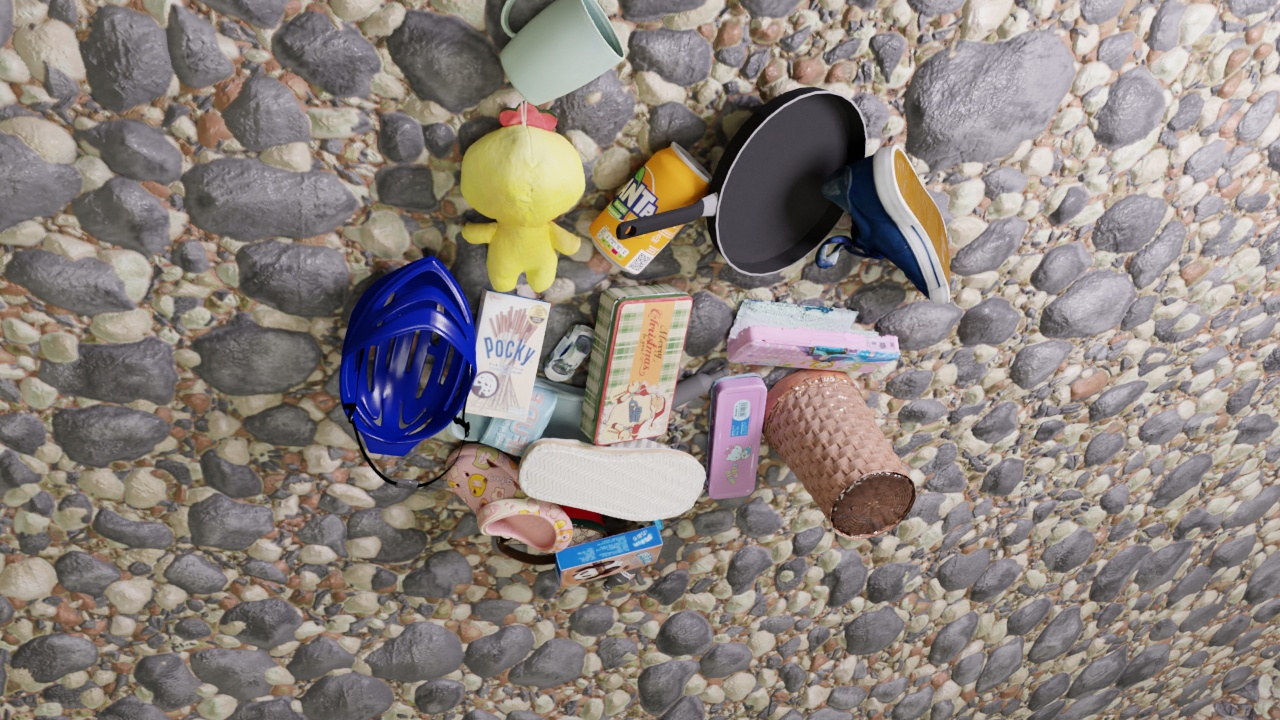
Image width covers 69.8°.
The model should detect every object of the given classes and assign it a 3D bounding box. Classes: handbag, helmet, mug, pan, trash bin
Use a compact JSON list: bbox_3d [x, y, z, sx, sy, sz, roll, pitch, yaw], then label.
[{"bbox_3d":[-0.126,0.255,1.334,0.166,0.063,0.139,10,139,-29],"label":"handbag"},{"bbox_3d":[-0.251,0.023,1.007,0.147,0.227,0.242,10,119,-24],"label":"helmet"},{"bbox_3d":[-0.088,-0.320,0.907,0.104,0.084,0.111,-27,101,18],"label":"mug"},{"bbox_3d":[0.115,-0.185,1.019,0.355,0.034,0.226,-19,134,-30],"label":"pan"},{"bbox_3d":[0.267,0.126,1.255,0.151,0.210,0.151,-8,126,-11],"label":"trash bin"}]

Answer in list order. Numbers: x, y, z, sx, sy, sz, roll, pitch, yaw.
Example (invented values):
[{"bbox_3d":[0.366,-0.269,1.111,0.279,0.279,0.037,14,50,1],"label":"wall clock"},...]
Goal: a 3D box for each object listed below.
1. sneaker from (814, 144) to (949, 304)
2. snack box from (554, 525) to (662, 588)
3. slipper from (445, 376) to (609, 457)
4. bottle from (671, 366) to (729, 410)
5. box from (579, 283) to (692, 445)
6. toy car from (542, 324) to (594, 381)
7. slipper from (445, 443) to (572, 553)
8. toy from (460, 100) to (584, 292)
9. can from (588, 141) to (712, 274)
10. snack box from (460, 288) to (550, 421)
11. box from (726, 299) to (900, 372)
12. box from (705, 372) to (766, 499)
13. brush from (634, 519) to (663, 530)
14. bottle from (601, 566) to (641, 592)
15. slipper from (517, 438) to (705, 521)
[{"bbox_3d":[0.303,-0.148,1.138,0.127,0.120,0.294,-10,150,33],"label":"sneaker"},{"bbox_3d":[-0.048,0.283,1.325,0.151,0.034,0.087,-12,153,-12],"label":"snack box"},{"bbox_3d":[-0.127,0.079,1.186,0.245,0.074,0.104,9,121,-24],"label":"slipper"},{"bbox_3d":[0.069,0.038,1.243,0.113,0.030,0.030,-27,129,3],"label":"bottle"},{"bbox_3d":[-0.007,0.007,1.152,0.117,0.050,0.206,-8,120,-36],"label":"box"},{"bbox_3d":[-0.089,-0.007,1.163,0.038,0.027,0.090,24,115,-33],"label":"toy car"},{"bbox_3d":[-0.178,0.192,1.202,0.197,0.081,0.093,38,125,-2],"label":"slipper"},{"bbox_3d":[-0.126,-0.168,0.993,0.133,0.092,0.208,-2,128,-12],"label":"toy"},{"bbox_3d":[0.012,-0.171,1.040,0.079,0.079,0.143,33,110,-34],"label":"can"},{"bbox_3d":[-0.163,-0.006,1.104,0.082,0.026,0.150,10,97,-23],"label":"snack box"},{"bbox_3d":[0.229,-0.034,1.236,0.230,0.076,0.085,4,161,-21],"label":"box"},{"bbox_3d":[0.134,0.111,1.316,0.076,0.036,0.215,-6,127,-9],"label":"box"},{"bbox_3d":[0.014,0.197,1.327,0.075,0.055,0.136,-20,129,4],"label":"brush"},{"bbox_3d":[-0.021,0.318,1.418,0.036,0.036,0.110,30,112,-33],"label":"bottle"},{"bbox_3d":[-0.037,0.151,1.214,0.272,0.054,0.114,9,103,-30],"label":"slipper"}]
